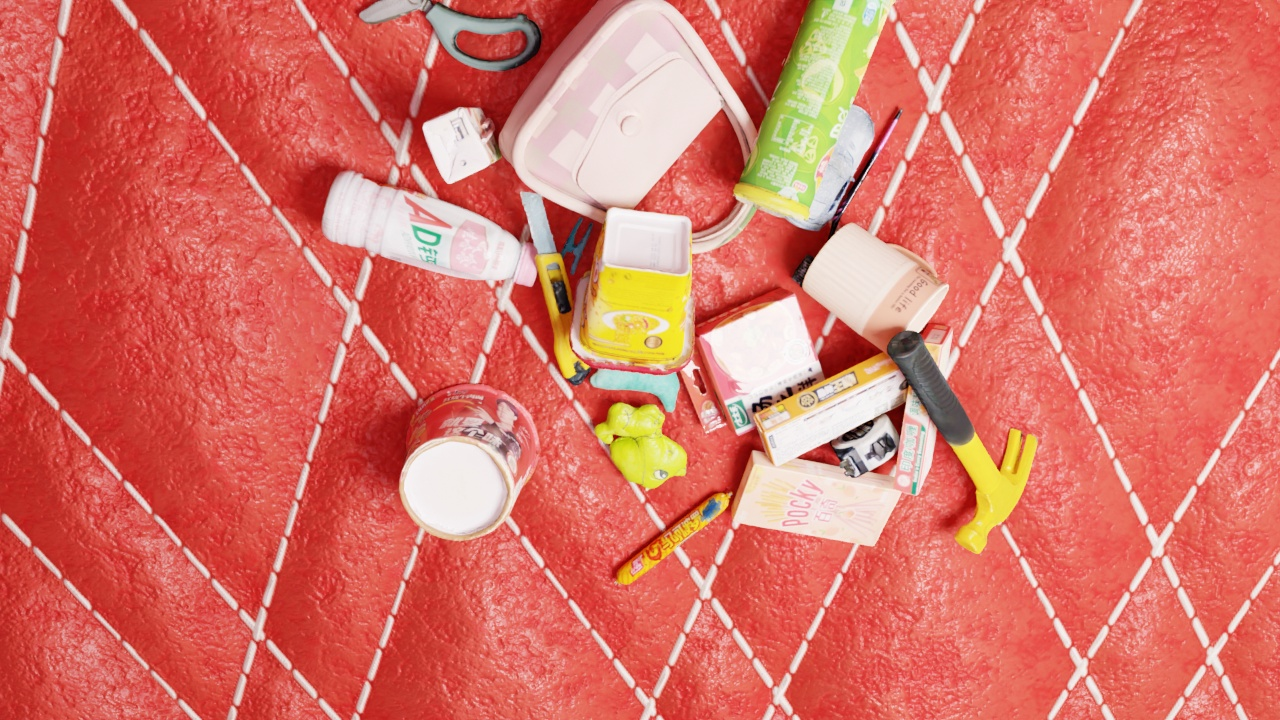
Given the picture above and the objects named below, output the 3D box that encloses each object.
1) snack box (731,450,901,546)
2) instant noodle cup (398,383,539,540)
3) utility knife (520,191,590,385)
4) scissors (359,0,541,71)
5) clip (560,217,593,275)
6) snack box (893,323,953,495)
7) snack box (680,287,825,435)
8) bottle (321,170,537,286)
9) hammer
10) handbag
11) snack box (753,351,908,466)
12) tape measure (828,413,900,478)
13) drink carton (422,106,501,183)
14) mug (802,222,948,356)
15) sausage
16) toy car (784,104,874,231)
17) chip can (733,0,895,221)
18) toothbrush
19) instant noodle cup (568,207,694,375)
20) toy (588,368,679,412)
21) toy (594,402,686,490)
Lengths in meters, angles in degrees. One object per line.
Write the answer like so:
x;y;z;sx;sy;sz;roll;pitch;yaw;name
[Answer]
0.181;0.145;0.955;0.157;0.026;0.085;10;125;-5;snack box
-0.171;0.103;0.903;0.138;0.108;0.138;0;108;-1;instant noodle cup
-0.080;-0.063;0.865;0.033;0.015;0.216;-31;129;-24;utility knife
-0.162;-0.310;0.813;0.177;0.019;0.171;-23;108;5;scissors
-0.064;-0.111;0.884;0.047;0.014;0.057;26;105;-7;clip
0.281;0.048;0.908;0.027;0.076;0.156;11;110;23;snack box
0.107;0.006;0.901;0.127;0.044;0.113;-24;108;-2;snack box
-0.190;-0.115;0.854;0.197;0.068;0.068;17;107;-11;bottle
0.305;0.069;0.874;0.128;0.033;0.300;-52;130;-10;hammer
0.010;-0.195;0.831;0.234;0.093;0.193;37;104;-23;handbag
0.188;0.046;0.892;0.154;0.026;0.075;-26;144;0;snack box
0.227;0.083;0.926;0.066;0.065;0.033;-31;106;11;tape measure
-0.151;-0.190;0.799;0.045;0.122;0.053;-22;105;4;drink carton
0.225;-0.074;0.856;0.106;0.114;0.082;40;142;19;mug
0.034;0.191;0.981;0.165;0.021;0.021;-41;105;11;sausage
0.173;-0.180;0.854;0.054;0.036;0.121;24;103;-8;toy car
0.152;-0.235;0.799;0.072;0.072;0.221;20;98;-8;chip can
0.196;-0.154;0.874;0.018;0.014;0.189;28;106;0;toothbrush
-0.001;-0.064;0.829;0.116;0.116;0.124;7;141;-4;instant noodle cup
-0.005;0.005;0.915;0.092;0.030;0.096;1;106;-5;toy
0.000;0.088;0.939;0.097;0.031;0.100;4;116;2;toy
